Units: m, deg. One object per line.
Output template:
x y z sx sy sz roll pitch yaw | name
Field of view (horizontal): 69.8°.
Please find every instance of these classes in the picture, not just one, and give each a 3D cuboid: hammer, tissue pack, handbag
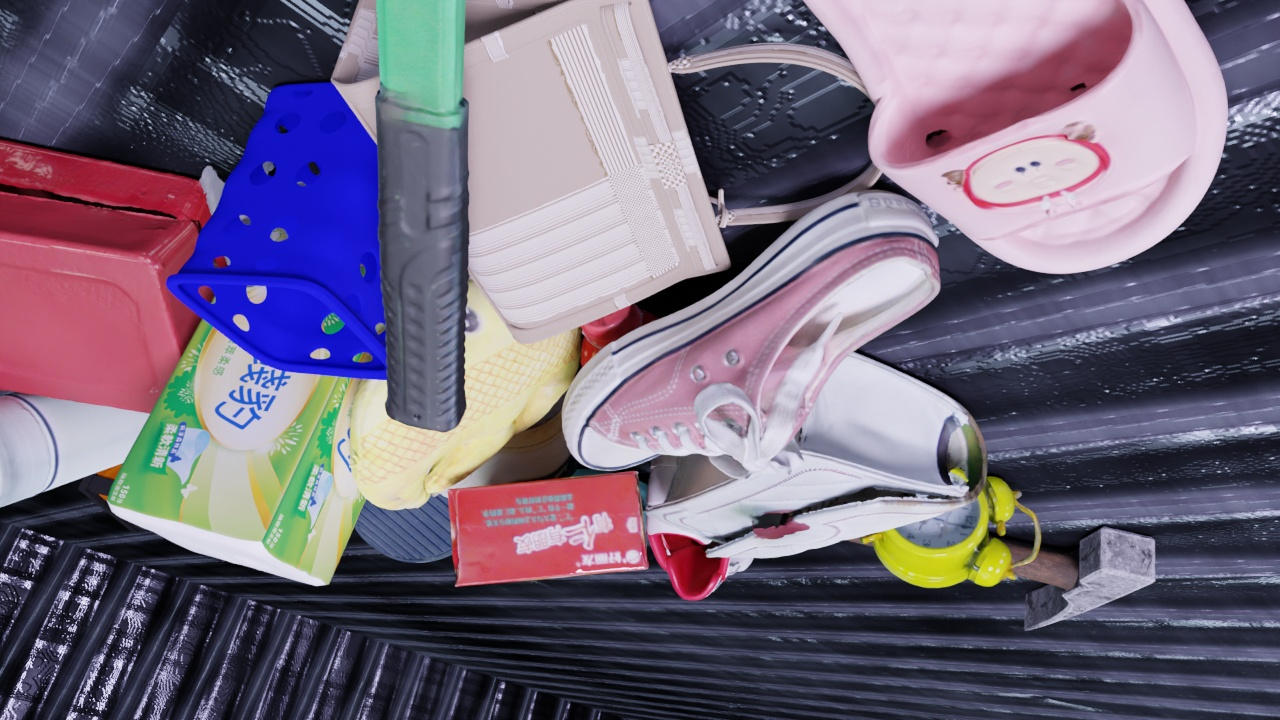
-0.074 -0.091 0.309 0.130 0.032 0.320 11 133 0 | hammer
0.243 0.167 0.796 0.300 0.037 0.218 12 154 5 | hammer
-0.196 0.034 0.556 0.120 0.197 0.141 16 157 18 | tissue pack
0.106 0.075 0.609 0.142 0.096 0.199 22 152 -18 | handbag
0.005 -0.086 0.392 0.198 0.062 0.176 -4 148 16 | handbag

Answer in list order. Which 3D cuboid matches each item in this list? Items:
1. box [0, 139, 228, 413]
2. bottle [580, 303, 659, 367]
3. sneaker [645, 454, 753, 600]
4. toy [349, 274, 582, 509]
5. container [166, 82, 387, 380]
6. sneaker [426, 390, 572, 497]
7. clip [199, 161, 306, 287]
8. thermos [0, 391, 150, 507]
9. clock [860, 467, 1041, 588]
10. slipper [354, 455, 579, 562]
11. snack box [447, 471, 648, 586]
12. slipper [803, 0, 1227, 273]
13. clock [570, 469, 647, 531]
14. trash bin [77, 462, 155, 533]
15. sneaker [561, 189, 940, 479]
-0.332 -0.046 0.549 0.157 0.127 0.137 11 150 5 | box
-0.003 0.003 0.556 0.062 0.061 0.137 4 154 19 | bottle
0.053 0.157 0.789 0.090 0.104 0.237 7 154 14 | sneaker
-0.097 0.012 0.525 0.064 0.170 0.155 34 137 25 | toy
-0.145 -0.062 0.433 0.084 0.113 0.085 4 153 19 | container
-0.160 0.058 0.689 0.242 0.088 0.102 0 135 16 | sneaker
-0.207 -0.087 0.485 0.054 0.101 0.043 -40 142 4 | clip
-0.360 0.036 0.641 0.068 0.068 0.229 3 -167 21 | thermos
0.221 0.118 0.656 0.119 0.083 0.057 7 147 18 | clock
-0.154 0.094 0.804 0.264 0.082 0.101 -30 120 31 | slipper
-0.054 0.117 0.638 0.113 0.060 0.236 -5 169 -1 | snack box
0.122 -0.095 0.305 0.107 0.055 0.221 -14 142 40 | slipper
-0.036 0.135 0.848 0.090 0.053 0.124 22 156 -16 | clock
-0.353 0.090 0.809 0.172 0.139 0.140 16 154 -6 | trash bin
0.048 0.016 0.451 0.118 0.087 0.242 15 144 -35 | sneaker
